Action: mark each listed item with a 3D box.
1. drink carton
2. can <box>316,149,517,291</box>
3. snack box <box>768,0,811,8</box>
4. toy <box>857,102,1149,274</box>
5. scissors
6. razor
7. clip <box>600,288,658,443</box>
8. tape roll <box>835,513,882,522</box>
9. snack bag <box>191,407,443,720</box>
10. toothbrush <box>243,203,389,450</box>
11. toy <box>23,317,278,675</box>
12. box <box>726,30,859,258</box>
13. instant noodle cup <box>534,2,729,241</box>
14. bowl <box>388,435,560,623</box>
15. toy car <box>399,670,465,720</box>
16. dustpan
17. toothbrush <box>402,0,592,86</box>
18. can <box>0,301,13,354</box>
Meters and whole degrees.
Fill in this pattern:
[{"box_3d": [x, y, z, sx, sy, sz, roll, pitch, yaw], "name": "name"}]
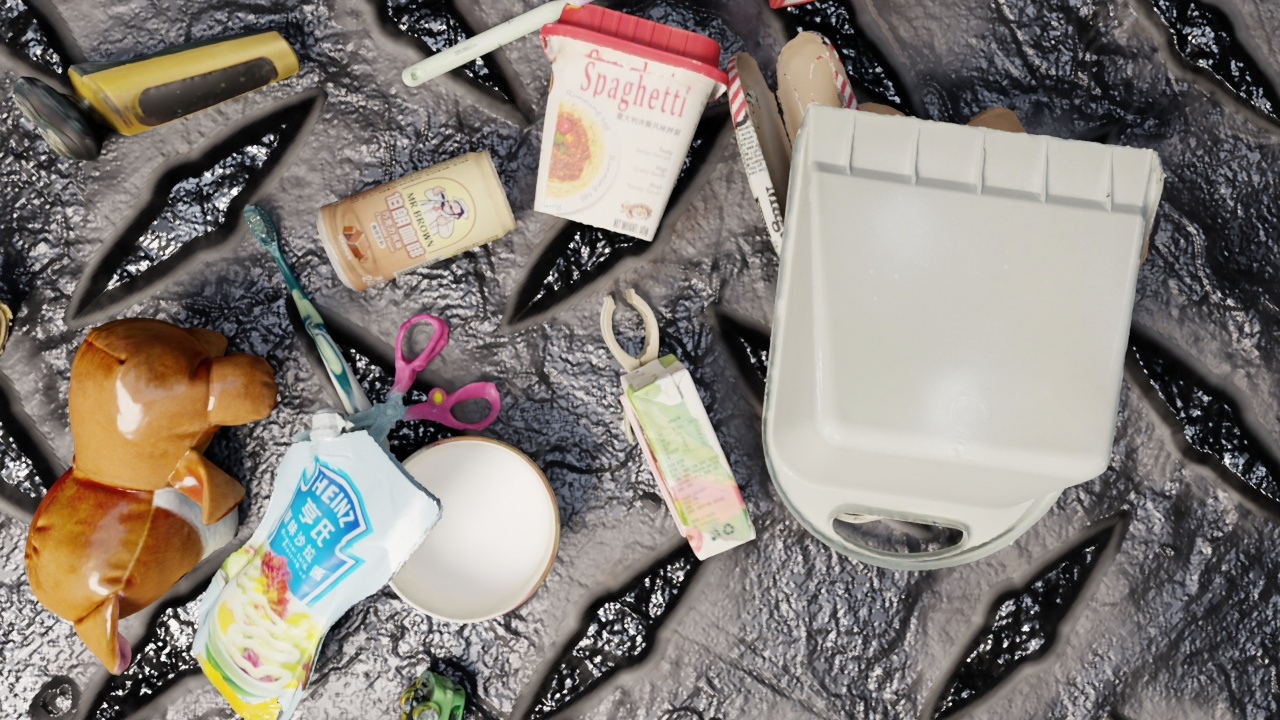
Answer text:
[{"box_3d": [0.028, 0.061, 0.586, 0.045, 0.053, 0.122, -24, 106, -3], "name": "drink carton"}, {"box_3d": [-0.143, -0.091, 0.591, 0.116, 0.058, 0.058, -22, 89, -5], "name": "can"}, {"box_3d": [0.110, -0.329, 0.637, 0.075, 0.025, 0.153, -13, 89, -4], "name": "snack box"}, {"box_3d": [0.225, -0.096, 0.615, 0.226, 0.082, 0.143, 21, 86, 1], "name": "toy"}, {"box_3d": [-0.162, 0.023, 0.599, 0.134, 0.017, 0.113, -16, 88, -14], "name": "scissors"}, {"box_3d": [-0.303, -0.173, 0.587, 0.167, 0.062, 0.067, -21, 57, -10], "name": "razor"}, {"box_3d": [0.001, 0.001, 0.613, 0.071, 0.035, 0.100, -16, 94, -6], "name": "clip"}, {"box_3d": [0.148, 0.068, 0.630, 0.086, 0.014, 0.086, 0, 88, -5], "name": "tape roll"}, {"box_3d": [-0.202, 0.124, 0.554, 0.110, 0.038, 0.191, 44, 106, 31], "name": "snack bag"}, {"box_3d": [-0.213, -0.019, 0.604, 0.016, 0.018, 0.191, -28, 90, -6], "name": "toothbrush"}, {"box_3d": [-0.298, 0.075, 0.554, 0.130, 0.140, 0.199, 26, 86, -45], "name": "toy"}, {"box_3d": [0.099, -0.129, 0.606, 0.087, 0.076, 0.163, -18, 91, -23], "name": "box"}, {"box_3d": [-0.015, -0.145, 0.583, 0.116, 0.116, 0.124, 13, 98, -4], "name": "instant noodle cup"}, {"box_3d": [-0.107, 0.104, 0.585, 0.113, 0.062, 0.113, 0, 87, -3], "name": "bowl"}, {"box_3d": [-0.140, 0.246, 0.585, 0.036, 0.043, 0.091, 24, 77, -26], "name": "toy car"}, {"box_3d": [0.186, 0.000, 0.587, 0.223, 0.143, 0.257, 8, 75, 1], "name": "dustpan"}, {"box_3d": [-0.075, -0.230, 0.621, 0.189, 0.020, 0.029, -27, 112, -5], "name": "toothbrush"}, {"box_3d": [-0.459, -0.028, 0.556, 0.111, 0.075, 0.075, 26, 86, -4], "name": "can"}]
